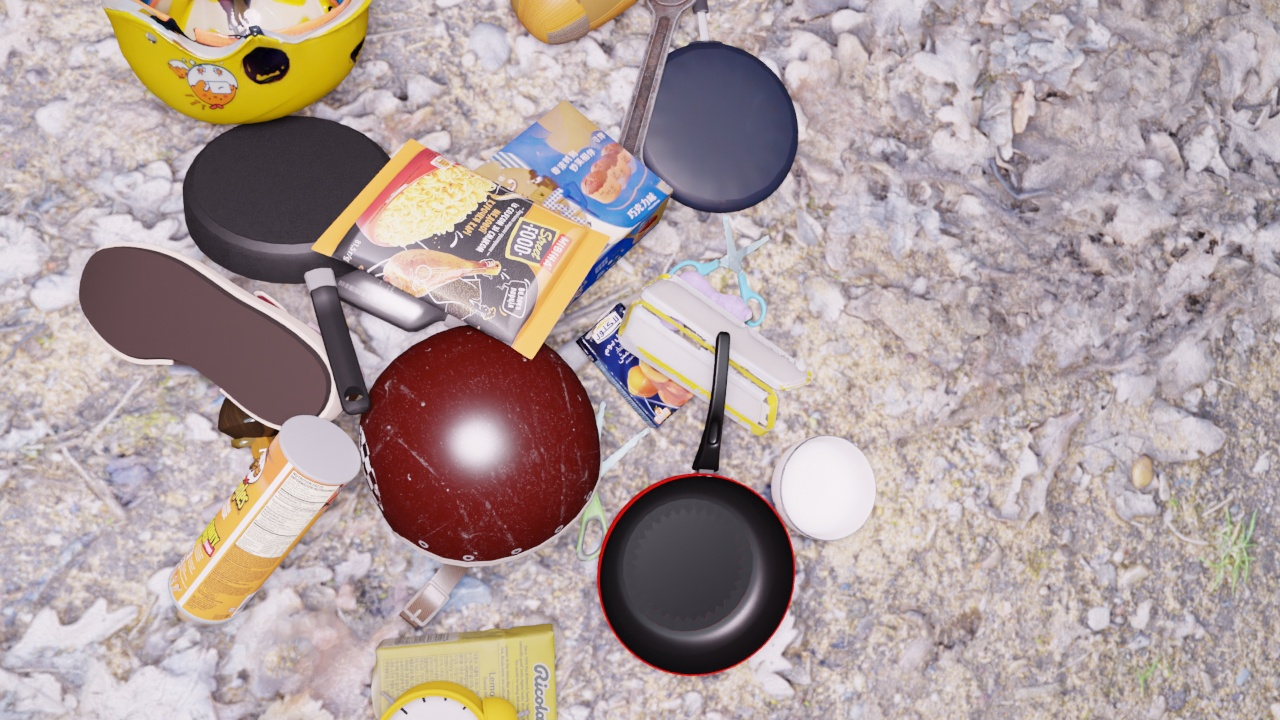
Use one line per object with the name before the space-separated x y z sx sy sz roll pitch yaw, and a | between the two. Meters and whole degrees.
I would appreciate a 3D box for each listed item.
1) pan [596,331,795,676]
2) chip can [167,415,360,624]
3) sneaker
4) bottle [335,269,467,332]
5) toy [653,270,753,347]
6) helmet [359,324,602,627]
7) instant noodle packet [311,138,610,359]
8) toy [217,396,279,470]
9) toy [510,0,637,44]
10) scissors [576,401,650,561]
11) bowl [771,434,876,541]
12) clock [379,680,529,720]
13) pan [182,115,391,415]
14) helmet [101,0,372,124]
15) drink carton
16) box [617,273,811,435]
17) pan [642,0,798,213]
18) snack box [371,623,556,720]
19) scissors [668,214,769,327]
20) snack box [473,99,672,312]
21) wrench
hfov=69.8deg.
pan | 0.064 0.148 0.960 0.209 0.067 0.356 5 90 -10
chip can | -0.343 0.147 0.831 0.075 0.075 0.215 42 113 -5
sneaker | -0.394 -0.030 0.893 0.294 0.116 0.112 23 97 10
bottle | -0.245 -0.078 0.943 0.174 0.046 0.083 27 80 -8
toy | 0.066 -0.052 1.006 0.099 0.036 0.080 34 112 -21
helmet | -0.158 0.091 0.873 0.233 0.254 0.233 -25 81 -22
instant noodle packet | -0.159 -0.109 0.845 0.221 0.032 0.159 27 57 4
toy | -0.370 0.074 0.897 0.076 0.063 0.100 -2 66 -48
toy | -0.056 -0.430 0.968 0.198 0.162 0.203 42 89 11
scissors | -0.050 0.133 0.983 0.170 0.028 0.139 -42 92 -8
bowl | 0.192 0.139 1.004 0.113 0.063 0.113 2 83 -15
clock | -0.181 0.367 0.871 0.152 0.052 0.113 12 87 -4
pan | -0.304 -0.103 0.851 0.203 0.044 0.355 -14 58 -21
helmet | -0.374 -0.307 0.884 0.239 0.140 0.208 -3 49 -17
drink carton | -0.006 0.006 0.989 0.064 0.040 0.130 -42 94 -13
box | 0.076 0.001 0.968 0.209 0.080 0.080 34 64 -19
pan | 0.077 -0.345 1.050 0.198 0.021 0.356 -6 85 -12
snack box | -0.175 0.334 0.921 0.181 0.045 0.121 -3 88 -9
scissors | 0.100 -0.092 1.035 0.135 0.015 0.135 -31 93 -7
snack box | -0.093 -0.147 0.935 0.155 0.069 0.202 41 66 9
wrench | 0.005 -0.295 1.014 0.070 0.010 0.273 15 87 7
